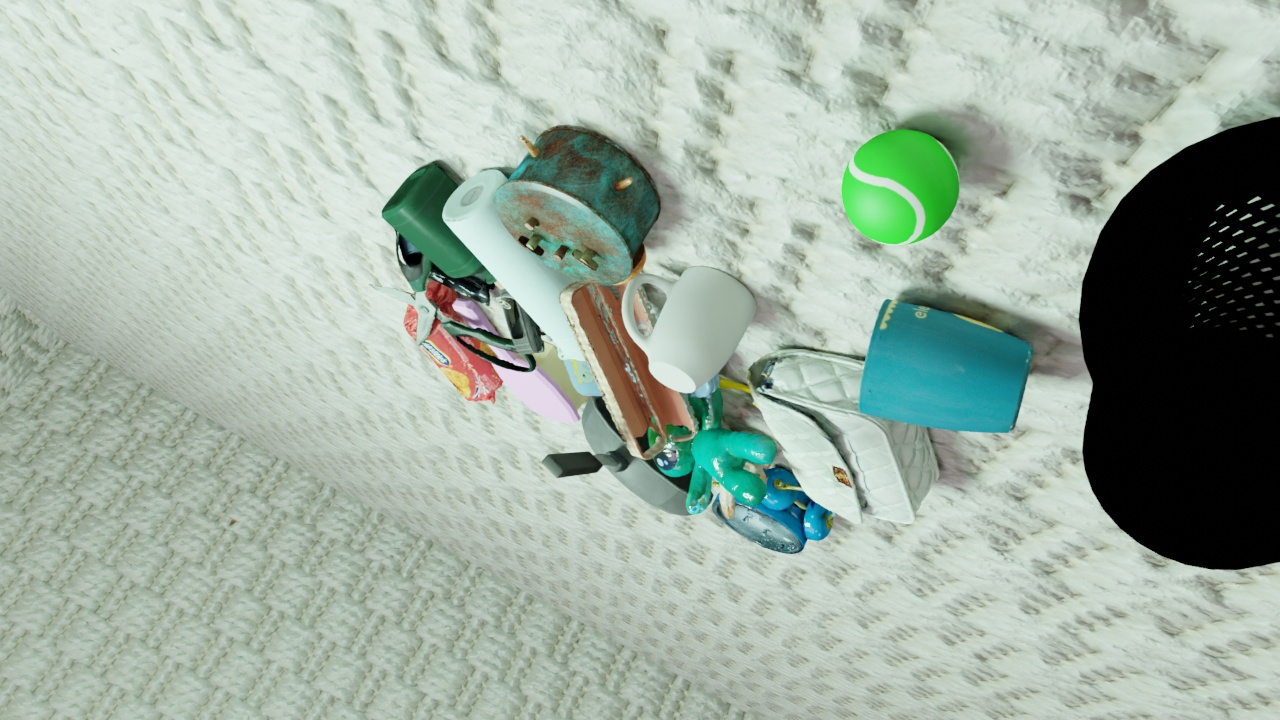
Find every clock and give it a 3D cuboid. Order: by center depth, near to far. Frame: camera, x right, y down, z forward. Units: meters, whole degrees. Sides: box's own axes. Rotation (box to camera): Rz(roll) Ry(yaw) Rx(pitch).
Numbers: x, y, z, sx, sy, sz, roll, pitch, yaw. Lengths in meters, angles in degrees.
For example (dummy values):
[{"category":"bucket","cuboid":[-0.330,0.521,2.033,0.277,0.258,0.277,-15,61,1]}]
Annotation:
[{"category":"clock","cuboid":[-0.050,-0.106,0.731,0.121,0.073,0.158,24,157,14]},{"category":"clock","cuboid":[0.157,0.172,1.063,0.117,0.060,0.162,41,153,-21]}]

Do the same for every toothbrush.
[{"category":"toothbrush","cuboid":[0.071,0.017,0.904,0.135,0.016,0.021,25,154,10]}]

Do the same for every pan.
[{"category":"pan","cuboid":[-0.025,0.105,0.943,0.178,0.041,0.357,43,-171,15]}]

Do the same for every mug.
[{"category":"mug","cuboid":[0.221,0.009,0.659,0.104,0.084,0.112,13,180,22]},{"category":"mug","cuboid":[0.030,-0.029,0.768,0.107,0.089,0.071,26,156,8]}]

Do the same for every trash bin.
[{"category":"trash bin","cuboid":[0.309,0.020,0.455,0.196,0.195,0.199,20,164,22]}]

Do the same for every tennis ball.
[{"category":"tennis ball","cuboid":[0.149,-0.099,0.526,0.065,0.065,0.065,25,156,12]}]

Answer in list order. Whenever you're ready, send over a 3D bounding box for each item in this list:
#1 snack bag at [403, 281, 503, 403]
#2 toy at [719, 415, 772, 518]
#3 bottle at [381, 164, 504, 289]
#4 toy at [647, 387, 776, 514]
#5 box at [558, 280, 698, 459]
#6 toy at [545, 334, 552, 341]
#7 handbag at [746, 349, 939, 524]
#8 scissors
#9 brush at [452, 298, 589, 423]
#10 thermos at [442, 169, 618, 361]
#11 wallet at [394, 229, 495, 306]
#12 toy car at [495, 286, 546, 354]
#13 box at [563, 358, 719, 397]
[{"category":"snack bag","cuboid":[-0.221,-0.022,1.091,0.082,0.082,0.176,14,151,33]},{"category":"toy","cuboid":[0.091,0.104,0.983,0.074,0.085,0.106,-22,117,36]},{"category":"bottle","cuboid":[-0.171,-0.116,0.861,0.131,0.061,0.061,43,156,-28]},{"category":"toy","cuboid":[0.065,0.084,0.913,0.072,0.131,0.193,4,-168,-37]},{"category":"box","cuboid":[-0.007,0.004,0.847,0.048,0.085,0.187,26,144,63]},{"category":"toy","cuboid":[-0.102,-0.043,0.967,0.049,0.030,0.112,51,147,-10]},{"category":"handbag","cuboid":[0.181,0.075,0.824,0.139,0.072,0.195,13,151,37]},{"category":"scissors","cuboid":[-0.192,-0.060,0.956,0.202,0.015,0.202,25,142,0]},{"category":"brush","cuboid":[-0.138,-0.007,1.063,0.089,0.043,0.229,11,150,36]},{"category":"thermos","cuboid":[-0.091,-0.079,0.841,0.078,0.065,0.207,-29,129,14]},{"category":"wallet","cuboid":[-0.203,-0.110,0.954,0.115,0.026,0.089,27,156,8]},{"category":"toy car","cuboid":[-0.123,-0.050,0.929,0.040,0.037,0.092,-5,101,54]},{"category":"box","cuboid":[-0.007,0.007,0.918,0.210,0.037,0.066,0,108,50]}]
